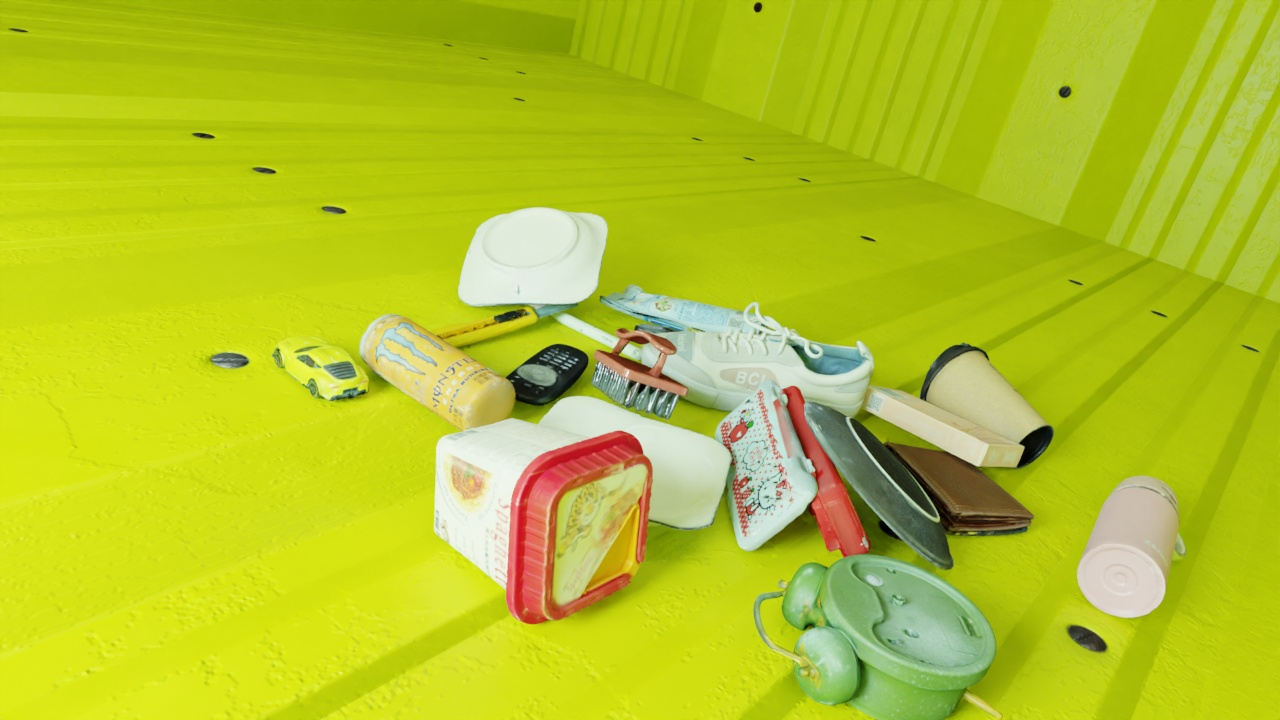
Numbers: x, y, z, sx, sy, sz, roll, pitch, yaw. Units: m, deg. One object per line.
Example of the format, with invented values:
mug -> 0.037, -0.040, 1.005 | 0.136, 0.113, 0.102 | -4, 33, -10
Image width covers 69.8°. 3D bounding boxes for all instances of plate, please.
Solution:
plate -> 0.206, 0.097, 0.772 | 0.179, 0.024, 0.179 | 41, 16, -15
plate -> -0.123, -0.128, 1.048 | 0.164, 0.034, 0.163 | 0, 47, 8
plate -> -0.013, 0.090, 0.753 | 0.164, 0.034, 0.164 | 18, 24, 8

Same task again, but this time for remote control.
remote control -> -0.091, 0.017, 0.885 | 0.053, 0.024, 0.136 | 22, 25, 12

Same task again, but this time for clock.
clock -> 0.154, 0.184, 0.612 | 0.161, 0.056, 0.116 | 13, 23, -5

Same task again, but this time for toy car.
toy car -> -0.279, 0.002, 0.800 | 0.105, 0.032, 0.048 | 29, 28, 34

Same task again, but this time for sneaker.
sneaker -> 0.123, -0.002, 0.947 | 0.242, 0.091, 0.089 | 10, 38, -5

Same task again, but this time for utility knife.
utility knife -> -0.144, -0.044, 0.979 | 0.033, 0.015, 0.222 | 33, 34, 30

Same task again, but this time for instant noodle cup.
instant noodle cup -> -0.071, 0.097, 0.620 | 0.124, 0.116, 0.116 | 19, 21, 38

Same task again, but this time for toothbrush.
toothbrush -> -0.075, -0.042, 1.038 | 0.190, 0.029, 0.020 | 27, -15, 23

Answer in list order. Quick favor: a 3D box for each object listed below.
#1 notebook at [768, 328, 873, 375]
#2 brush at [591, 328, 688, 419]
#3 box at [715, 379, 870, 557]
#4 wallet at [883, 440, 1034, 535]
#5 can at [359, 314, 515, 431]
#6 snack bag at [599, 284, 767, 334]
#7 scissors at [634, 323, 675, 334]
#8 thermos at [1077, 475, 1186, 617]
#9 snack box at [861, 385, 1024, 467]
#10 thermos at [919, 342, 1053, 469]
notebook -> 0.181, 0.016, 1.069 | 0.148, 0.008, 0.207 | 23, 25, 18
brush -> -0.005, 0.005, 0.865 | 0.063, 0.069, 0.146 | 18, 3, -19
box -> 0.116, 0.097, 0.791 | 0.101, 0.095, 0.201 | -24, 22, 8
wallet -> 0.298, 0.121, 0.875 | 0.101, 0.032, 0.124 | 7, 25, -25
can -> -0.178, 0.012, 0.801 | 0.146, 0.058, 0.058 | 29, 27, 29
snack bag -> 0.053, -0.055, 1.084 | 0.191, 0.039, 0.110 | 14, 22, 11
scissors -> 0.075, -0.015, 1.057 | 0.181, 0.014, 0.159 | 14, 22, 10
thermos -> 0.450, 0.168, 0.826 | 0.087, 0.067, 0.198 | 56, 34, 11
snack box -> 0.312, 0.068, 0.967 | 0.084, 0.026, 0.157 | 8, 16, -43
thermos -> 0.381, 0.051, 1.015 | 0.093, 0.093, 0.143 | -1, 35, -32
